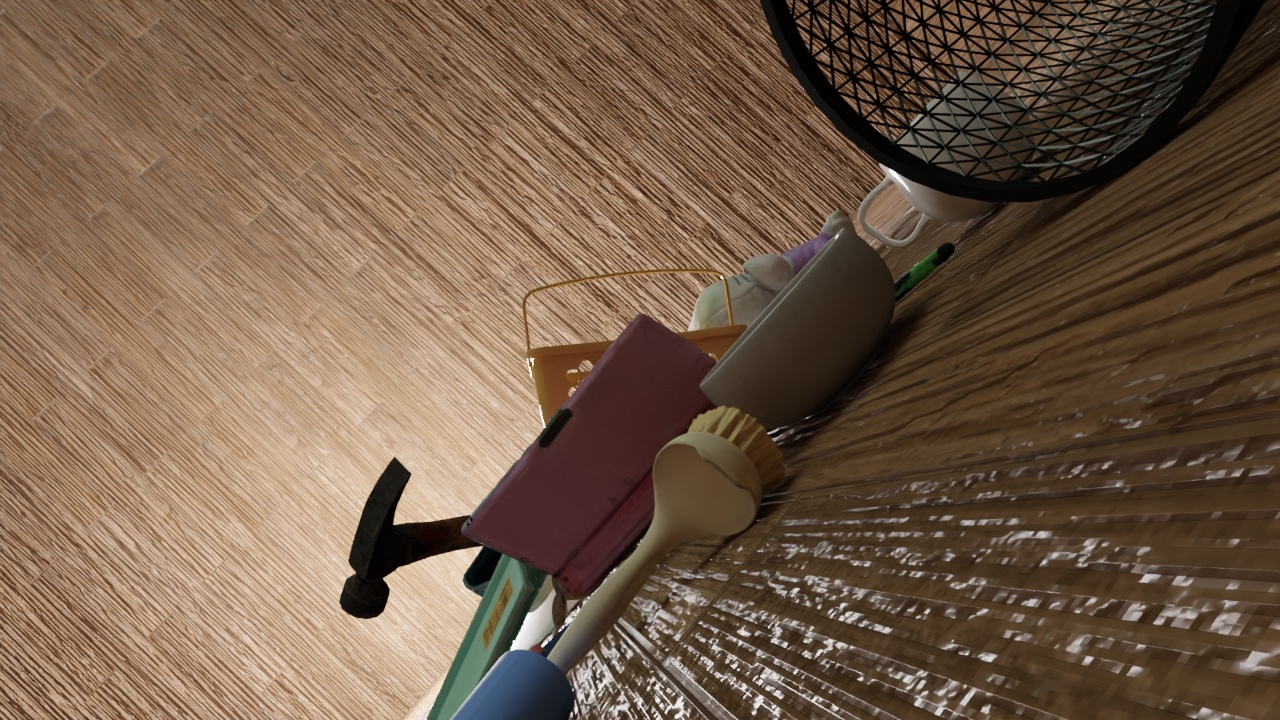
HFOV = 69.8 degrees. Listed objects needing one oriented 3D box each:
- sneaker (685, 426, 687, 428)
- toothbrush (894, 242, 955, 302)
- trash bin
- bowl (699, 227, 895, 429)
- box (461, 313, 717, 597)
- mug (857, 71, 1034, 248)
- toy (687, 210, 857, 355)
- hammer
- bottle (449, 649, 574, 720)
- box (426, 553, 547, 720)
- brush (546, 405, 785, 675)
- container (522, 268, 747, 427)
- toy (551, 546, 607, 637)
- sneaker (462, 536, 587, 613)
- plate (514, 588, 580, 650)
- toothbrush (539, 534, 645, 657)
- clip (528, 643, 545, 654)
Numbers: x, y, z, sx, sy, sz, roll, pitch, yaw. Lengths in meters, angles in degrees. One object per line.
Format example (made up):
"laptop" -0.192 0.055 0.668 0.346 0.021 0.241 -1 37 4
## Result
"sneaker" 0.009 0.089 0.966 0.116 0.091 0.241 76 -153 -52
"toothbrush" 0.164 -0.035 0.650 0.017 0.014 0.188 -37 -7 -31
"trash bin" 0.211 -0.230 0.424 0.242 0.217 0.217 -40 -5 -24
"bowl" 0.102 -0.010 0.552 0.132 0.064 0.132 -48 -2 -3
"box" -0.001 0.081 0.675 0.172 0.075 0.234 13 -55 -44
"mug" 0.199 -0.123 0.604 0.124 0.076 0.090 -49 -2 29
"toy" 0.145 -0.068 0.988 0.209 0.085 0.137 -33 -12 3
"hammer" -0.086 0.126 0.761 0.329 0.033 0.120 0 -62 -50
"bottle" -0.083 0.200 0.440 0.048 0.048 0.130 -49 -3 38
"box" -0.135 0.253 0.804 0.187 0.056 0.138 -65 -7 4
"brush" -0.019 0.136 0.507 0.273 0.062 0.077 -53 -20 17
"container" -0.005 0.005 0.802 0.183 0.167 0.129 -7 -8 -6
"toy" -0.056 0.196 0.840 0.112 0.050 0.087 -40 -6 -27
"sneaker" -0.093 0.143 0.883 0.079 0.087 0.236 19 -74 -40
"plate" -0.074 0.234 1.004 0.229 0.030 0.229 -48 -2 -3
"toothbrush" -0.035 0.185 0.706 0.190 0.017 0.016 -49 -5 23
"clip" -0.070 0.228 0.669 0.023 0.041 0.060 -43 -15 -25
